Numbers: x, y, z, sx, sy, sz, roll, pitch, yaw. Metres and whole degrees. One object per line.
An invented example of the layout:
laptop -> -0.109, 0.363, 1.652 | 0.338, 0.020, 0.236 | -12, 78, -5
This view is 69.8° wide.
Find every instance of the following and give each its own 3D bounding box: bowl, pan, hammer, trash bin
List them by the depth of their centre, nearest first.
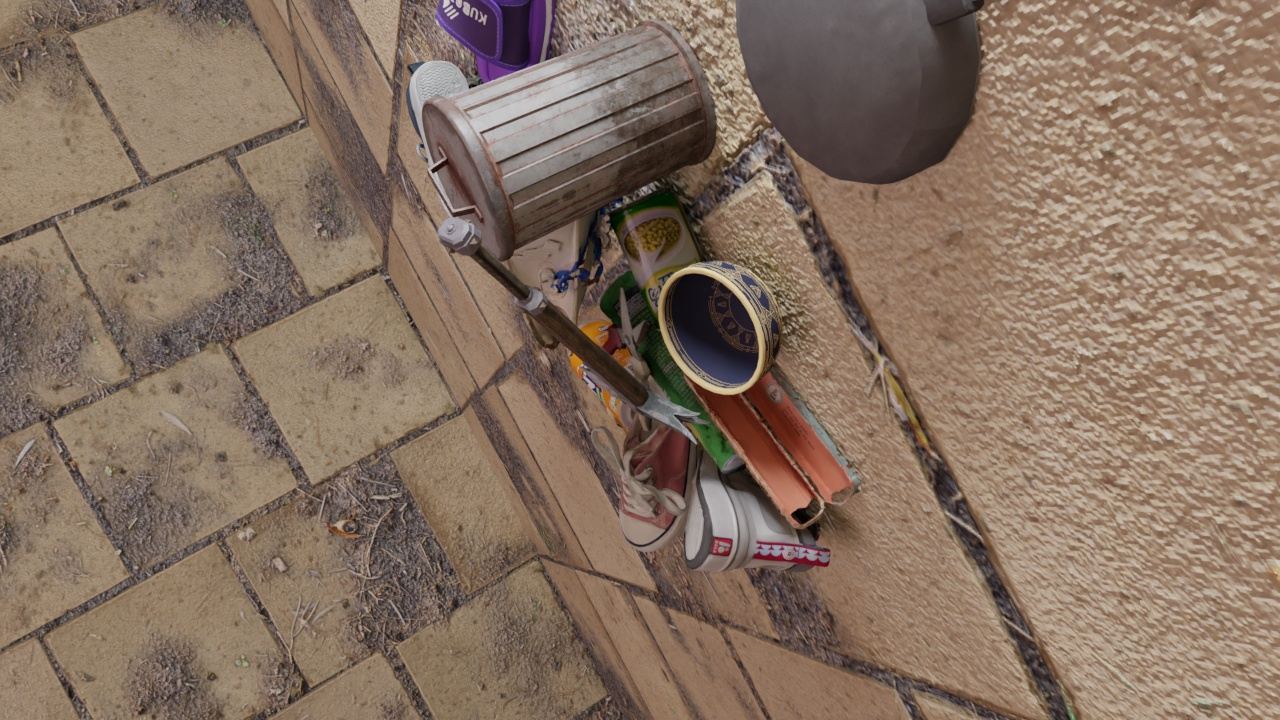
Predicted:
pan -> 0.144, -0.173, 0.439 | 0.358, 0.041, 0.178 | 12, 128, 67
trash bin -> -0.062, -0.172, 0.719 | 0.131, 0.210, 0.131 | 52, 159, 28
hammer -> -0.065, -0.025, 0.750 | 0.147, 0.028, 0.317 | 26, 169, 35
bowl -> 0.076, -0.035, 0.770 | 0.112, 0.061, 0.113 | 28, 133, 35

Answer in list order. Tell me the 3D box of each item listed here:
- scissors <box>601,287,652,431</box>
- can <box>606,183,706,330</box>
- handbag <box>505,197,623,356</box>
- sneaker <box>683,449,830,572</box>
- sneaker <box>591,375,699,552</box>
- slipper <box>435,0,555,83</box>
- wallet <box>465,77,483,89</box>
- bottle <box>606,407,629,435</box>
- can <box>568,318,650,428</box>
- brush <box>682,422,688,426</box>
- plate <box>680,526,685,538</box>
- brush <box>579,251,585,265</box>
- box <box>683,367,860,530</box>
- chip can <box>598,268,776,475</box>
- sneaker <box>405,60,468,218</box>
scissors -> -0.012, 0.000, 0.908 | 0.193, 0.015, 0.179 | 24, 139, 62
can -> 0.023, -0.092, 0.835 | 0.121, 0.067, 0.067 | 65, 161, -10
handbag -> -0.066, -0.107, 0.892 | 0.200, 0.093, 0.200 | -78, -11, -52
sneaker -> 0.111, 0.156, 0.930 | 0.263, 0.129, 0.097 | -81, 3, -86
sneaker -> 0.010, 0.120, 1.013 | 0.118, 0.087, 0.241 | 24, 119, 29
slipper -> -0.153, -0.331, 0.911 | 0.107, 0.083, 0.267 | 47, 160, 12
wallet -> -0.212, -0.315, 1.172 | 0.132, 0.054, 0.100 | 30, 152, 54
bottle -> 0.007, 0.086, 1.140 | 0.166, 0.059, 0.060 | 34, 147, 55
can -> -0.025, 0.014, 1.093 | 0.142, 0.079, 0.079 | 45, 155, 42
brush -> 0.029, 0.016, 0.951 | 0.015, 0.049, 0.135 | -55, 43, 39
plate -> 0.059, 0.187, 1.221 | 0.178, 0.012, 0.179 | 52, 159, 28
brush -> -0.107, -0.191, 1.081 | 0.173, 0.041, 0.082 | 60, 162, 7
box -> 0.115, 0.059, 0.816 | 0.187, 0.083, 0.043 | 53, 179, 20
chip can -> 0.048, 0.007, 0.903 | 0.223, 0.075, 0.076 | 54, 160, 21
sneaker -> -0.225, -0.246, 1.110 | 0.087, 0.089, 0.236 | 14, 124, 62
